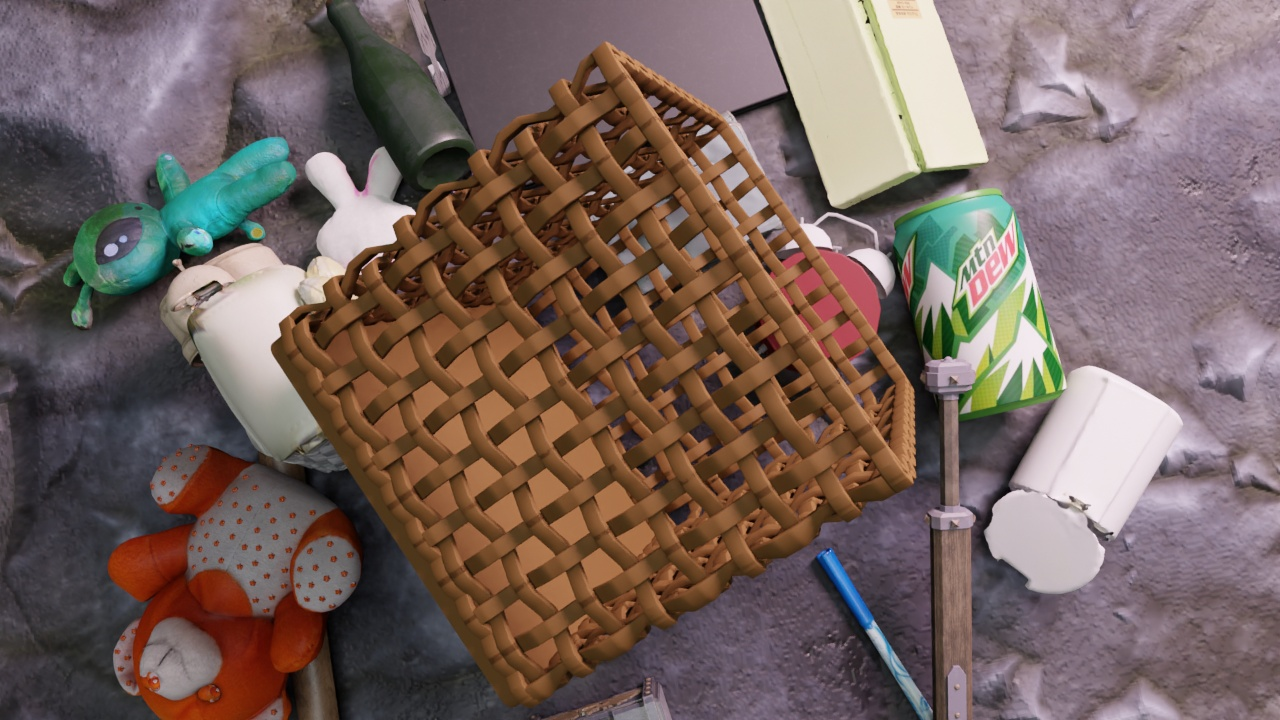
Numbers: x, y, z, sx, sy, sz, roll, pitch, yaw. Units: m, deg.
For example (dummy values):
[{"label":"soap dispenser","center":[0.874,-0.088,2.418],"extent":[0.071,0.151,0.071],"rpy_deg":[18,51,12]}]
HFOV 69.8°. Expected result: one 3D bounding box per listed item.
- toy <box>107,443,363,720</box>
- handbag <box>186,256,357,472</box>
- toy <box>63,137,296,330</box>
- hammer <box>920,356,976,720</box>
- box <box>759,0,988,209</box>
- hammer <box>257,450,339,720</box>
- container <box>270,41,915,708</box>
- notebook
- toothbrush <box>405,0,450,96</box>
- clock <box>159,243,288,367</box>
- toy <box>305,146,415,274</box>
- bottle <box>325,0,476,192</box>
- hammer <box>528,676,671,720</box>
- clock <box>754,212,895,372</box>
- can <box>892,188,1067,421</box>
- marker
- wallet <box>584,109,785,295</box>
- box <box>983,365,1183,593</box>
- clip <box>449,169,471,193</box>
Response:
[{"label":"toy","center":[-0.265,0.156,0.587],"extent":[0.164,0.093,0.172],"rpy_deg":[24,90,12]},{"label":"handbag","center":[-0.202,0.005,0.592],"extent":[0.123,0.172,0.112],"rpy_deg":[-37,85,-14]},{"label":"toy","center":[-0.332,-0.094,0.658],"extent":[0.193,0.072,0.130],"rpy_deg":[-31,45,-5]},{"label":"hammer","center":[0.207,0.154,0.598],"extent":[0.147,0.028,0.317],"rpy_deg":[-3,99,0]},{"label":"box","center":[0.168,-0.215,0.661],"extent":[0.133,0.061,0.188],"rpy_deg":[-15,83,-2]},{"label":"hammer","center":[-0.231,0.205,0.639],"extent":[0.129,0.040,0.321],"rpy_deg":[-12,83,4]},{"label":"container","center":[-0.003,0.003,0.512],"extent":[0.214,0.251,0.219],"rpy_deg":[-35,87,18]},{"label":"notebook","center":[-0.028,-0.237,0.687],"extent":[0.231,0.019,0.169],"rpy_deg":[-20,85,0]},{"label":"toothbrush","center":[-0.147,-0.223,0.606],"extent":[0.010,0.182,0.010],"rpy_deg":[-31,81,-7]},{"label":"clock","center":[-0.281,-0.042,0.613],"extent":[0.093,0.141,0.054],"rpy_deg":[-37,94,-3]},{"label":"toy","center":[-0.198,-0.095,0.666],"extent":[0.076,0.037,0.125],"rpy_deg":[-12,77,-5]},{"label":"bottle","center":[-0.184,-0.203,0.669],"extent":[0.055,0.055,0.174],"rpy_deg":[-34,72,-2]},{"label":"hammer","center":[-0.032,0.238,0.484],"extent":[0.098,0.322,0.044],"rpy_deg":[-18,84,-1]},{"label":"clock","center":[0.127,-0.043,0.648],"extent":[0.087,0.044,0.124],"rpy_deg":[22,85,4]},{"label":"can","center":[0.228,-0.036,0.625],"extent":[0.083,0.083,0.144],"rpy_deg":[-14,84,0]},{"label":"marker","center":[0.166,0.194,0.639],"extent":[0.013,0.013,0.142],"rpy_deg":[-32,84,-2]},{"label":"wallet","center":[0.027,-0.110,0.658],"extent":[0.132,0.054,0.100],"rpy_deg":[-28,83,4]},{"label":"box","center":[0.288,0.083,0.610],"extent":[0.081,0.091,0.160],"rpy_deg":[30,88,13]},{"label":"clip","center":[-0.130,-0.147,0.683],"extent":[0.045,0.014,0.050],"rpy_deg":[15,87,3]}]
